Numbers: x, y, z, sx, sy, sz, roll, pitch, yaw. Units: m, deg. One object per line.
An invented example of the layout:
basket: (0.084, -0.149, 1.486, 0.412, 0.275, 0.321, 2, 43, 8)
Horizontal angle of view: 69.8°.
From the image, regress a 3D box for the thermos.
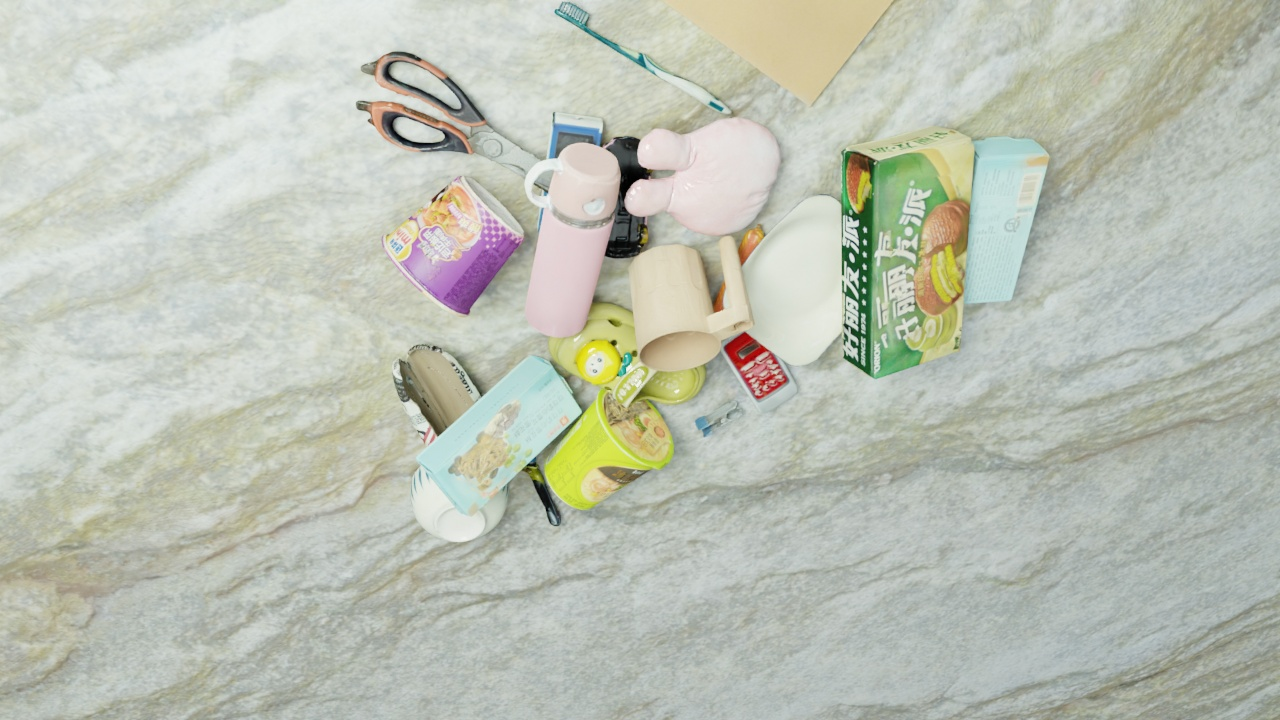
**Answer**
thermos: (-0.074, -0.110, 0.868, 0.087, 0.067, 0.199, -6, 142, -20)

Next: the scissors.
scissors: (-0.157, -0.195, 0.851, 0.185, 0.015, 0.209, -17, 121, 9)

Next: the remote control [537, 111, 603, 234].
remote control: (-0.070, -0.176, 0.888, 0.049, 0.024, 0.125, 5, 125, -13)

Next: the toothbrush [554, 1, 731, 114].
toothbrush: (0.007, -0.274, 0.839, 0.191, 0.016, 0.018, 24, 107, -23)

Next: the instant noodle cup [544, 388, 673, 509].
instant noodle cup: (-0.043, 0.107, 1.048, 0.111, 0.111, 0.124, 31, 123, -27)

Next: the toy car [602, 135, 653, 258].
toy car: (-0.018, -0.160, 0.903, 0.056, 0.037, 0.122, -1, 115, -15)

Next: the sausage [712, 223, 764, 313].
sausage: (0.096, -0.074, 0.988, 0.021, 0.021, 0.165, 12, 122, -17)

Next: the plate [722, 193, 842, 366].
plate: (0.174, -0.087, 0.973, 0.163, 0.034, 0.164, 35, 104, -34)

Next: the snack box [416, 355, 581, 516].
snack box: (-0.150, 0.079, 0.989, 0.174, 0.052, 0.074, -43, 127, -18)

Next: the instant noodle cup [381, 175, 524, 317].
instant noodle cup: (-0.172, -0.114, 0.870, 0.099, 0.111, 0.111, -45, 120, 10)

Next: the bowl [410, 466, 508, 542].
bowl: (-0.213, 0.171, 1.082, 0.116, 0.066, 0.117, -5, 125, -7)

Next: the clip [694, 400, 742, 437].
clip: (0.094, 0.068, 1.087, 0.058, 0.026, 0.038, -33, 116, 9)

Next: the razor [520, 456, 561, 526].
razor: (-0.123, 0.152, 1.111, 0.043, 0.022, 0.143, -1, 133, 24)

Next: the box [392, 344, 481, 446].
box: (-0.206, 0.050, 1.002, 0.087, 0.076, 0.163, -29, 124, -5)

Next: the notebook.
notebook: (0.121, -0.340, 0.815, 0.207, 0.008, 0.148, 27, 117, -25)

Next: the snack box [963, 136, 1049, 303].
snack box: (0.364, -0.144, 0.965, 0.074, 0.051, 0.175, -4, 124, -5)

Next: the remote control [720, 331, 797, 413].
remote control: (0.134, 0.007, 1.040, 0.056, 0.020, 0.136, -33, 130, 2)

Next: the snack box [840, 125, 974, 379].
snack box: (0.269, -0.107, 0.938, 0.114, 0.063, 0.240, -16, 120, -17)

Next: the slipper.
slipper: (-0.006, 0.006, 0.994, 0.190, 0.081, 0.092, 23, 116, -26)

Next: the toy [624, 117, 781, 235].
toy: (0.060, -0.177, 0.880, 0.159, 0.054, 0.121, 1, 124, -30)

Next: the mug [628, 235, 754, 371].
mug: (0.049, -0.060, 0.920, 0.125, 0.103, 0.084, -23, 149, 26)
